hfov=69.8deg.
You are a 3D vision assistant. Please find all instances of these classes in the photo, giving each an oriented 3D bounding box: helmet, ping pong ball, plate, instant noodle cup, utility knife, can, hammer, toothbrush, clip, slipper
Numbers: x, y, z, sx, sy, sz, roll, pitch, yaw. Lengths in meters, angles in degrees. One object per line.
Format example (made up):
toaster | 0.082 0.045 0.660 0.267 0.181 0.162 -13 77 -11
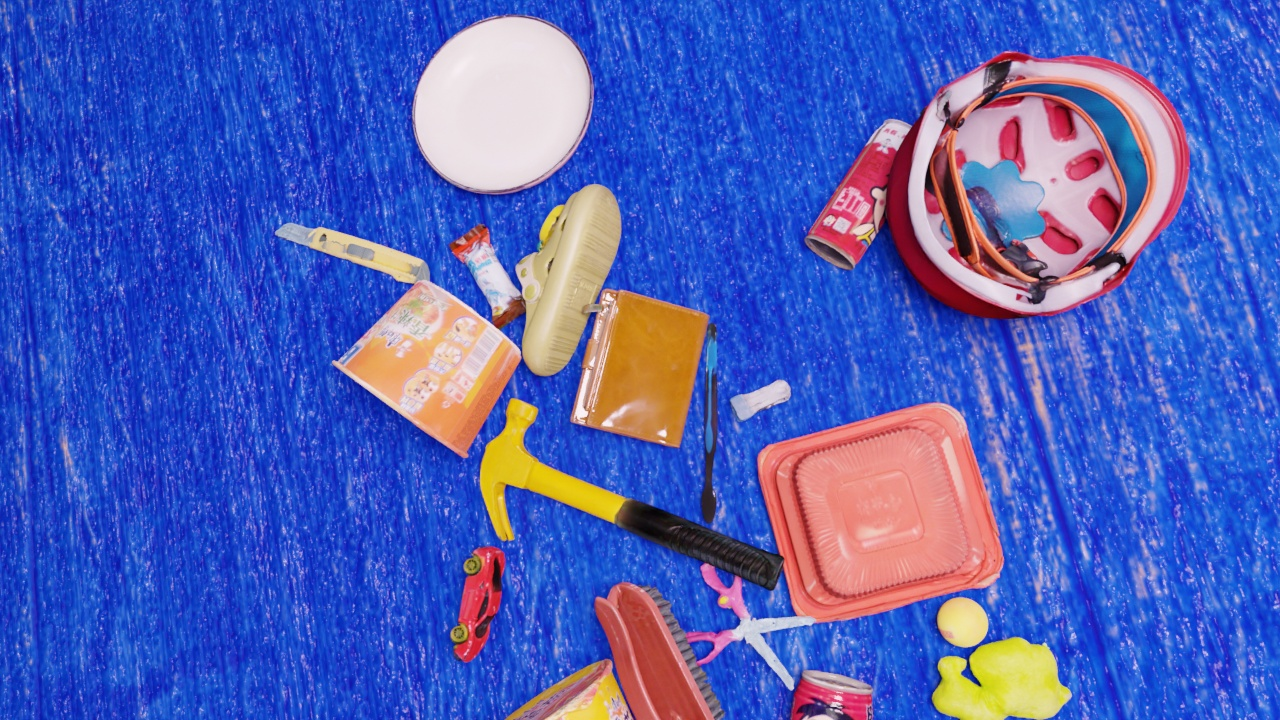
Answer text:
helmet | 0.314 -0.138 0.774 0.239 0.144 0.207 -25 86 -11
ping pong ball | 0.269 0.219 0.768 0.040 0.040 0.040 -2 79 11
plate | -0.137 -0.257 0.939 0.192 0.039 0.192 -2 79 11
instant noodle cup | -0.190 0.004 0.854 0.151 0.151 0.111 33 80 15
utility knife | -0.301 -0.114 0.964 0.190 0.020 0.031 17 78 19
can | 0.156 0.312 0.762 0.066 0.066 0.093 9 82 13
can | 0.208 -0.152 0.841 0.053 0.053 0.132 33 88 15
instant noodle cup | -0.056 0.338 0.772 0.138 0.138 0.110 -32 83 4
hammer | -0.015 0.139 0.836 0.301 0.033 0.128 18 86 19
toothbrush | 0.066 0.057 0.856 0.014 0.016 0.189 -3 77 20
instant noodle cup | 0.204 0.128 0.779 0.189 0.079 0.164 -17 77 7
clip | 0.112 0.036 0.845 0.058 0.043 0.026 -21 73 -1
slipper | -0.083 -0.081 0.873 0.082 0.091 0.190 18 87 17

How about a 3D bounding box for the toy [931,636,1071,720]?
toy | 0.297 0.268 0.758 0.097 0.031 0.100 38 95 6

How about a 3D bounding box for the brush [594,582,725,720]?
brush | 0.009 0.261 0.793 0.063 0.069 0.145 -37 72 35

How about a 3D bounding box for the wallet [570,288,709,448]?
wallet | -0.005 0.005 0.851 0.119 0.035 0.130 15 83 -8

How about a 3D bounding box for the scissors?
scissors | 0.086 0.237 0.803 0.130 0.017 0.133 -44 59 8

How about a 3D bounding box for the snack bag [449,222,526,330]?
snack bag | -0.150 -0.084 0.918 0.048 0.026 0.104 -33 75 17

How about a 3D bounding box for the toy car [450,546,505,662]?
toy car | -0.149 0.226 0.850 0.031 0.049 0.106 10 81 15
